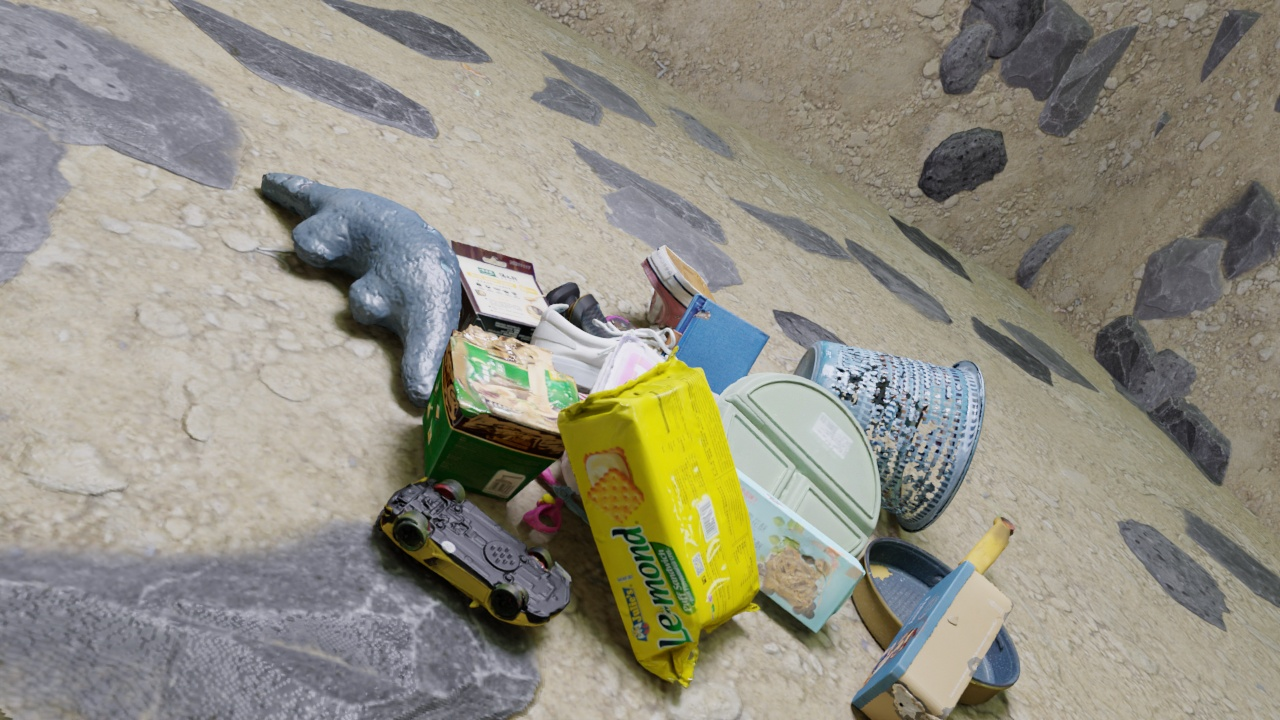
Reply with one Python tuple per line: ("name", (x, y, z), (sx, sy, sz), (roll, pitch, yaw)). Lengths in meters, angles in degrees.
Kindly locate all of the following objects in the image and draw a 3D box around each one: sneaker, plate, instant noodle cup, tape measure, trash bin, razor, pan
("sneaker", (-0.006, 0.006, 0.990), (0.242, 0.090, 0.090), (19, -10, -22))
("plate", (0.168, 0.116, 0.978), (0.230, 0.028, 0.229), (13, 63, -26))
("instant noodle cup", (-0.008, 0.077, 0.859), (0.138, 0.061, 0.173), (41, 42, -20))
("tape measure", (-0.028, -0.029, 1.119), (0.057, 0.039, 0.057), (12, 32, -40))
("trash bin", (0.282, 0.076, 1.143), (0.195, 0.227, 0.226), (20, 25, -1))
("razor", (-0.046, -0.018, 1.066), (0.167, 0.068, 0.062), (47, 36, 5))
("sneaker", (0.051, -0.073, 1.248), (0.241, 0.088, 0.118), (36, 25, -59))
("pan", (0.363, 0.254, 1.044), (0.197, 0.078, 0.356), (44, 26, 19))

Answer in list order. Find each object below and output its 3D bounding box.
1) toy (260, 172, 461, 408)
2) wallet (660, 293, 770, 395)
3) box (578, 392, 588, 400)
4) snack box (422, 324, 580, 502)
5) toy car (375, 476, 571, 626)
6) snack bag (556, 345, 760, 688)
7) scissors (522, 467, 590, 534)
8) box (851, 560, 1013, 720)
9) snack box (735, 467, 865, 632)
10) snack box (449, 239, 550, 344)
("toy", (-0.258, -0.096, 0.914), (0.137, 0.092, 0.356), (-27, 59, -32))
("wallet", (0.077, 0.001, 1.090), (0.106, 0.133, 0.040), (29, 2, -11))
("box", (-0.035, 0.075, 0.929), (0.164, 0.060, 0.072), (17, 52, -33))
("snack box", (-0.125, 0.053, 0.771), (0.118, 0.106, 0.117), (19, 30, -27))
("toy car", (-0.123, 0.144, 0.680), (0.156, 0.041, 0.071), (34, 24, 4))
("snack bag", (0.028, 0.120, 0.751), (0.157, 0.068, 0.246), (-22, 95, -57))
("scissors", (-0.075, 0.118, 0.823), (0.133, 0.017, 0.133), (43, 21, 11))
("box", (0.272, 0.262, 0.841), (0.062, 0.090, 0.183), (40, 46, 13))
("snack box", (0.121, 0.174, 0.878), (0.175, 0.074, 0.051), (37, 5, 5))
("snack box", (-0.156, -0.065, 1.011), (0.113, 0.053, 0.125), (13, 31, -38))
